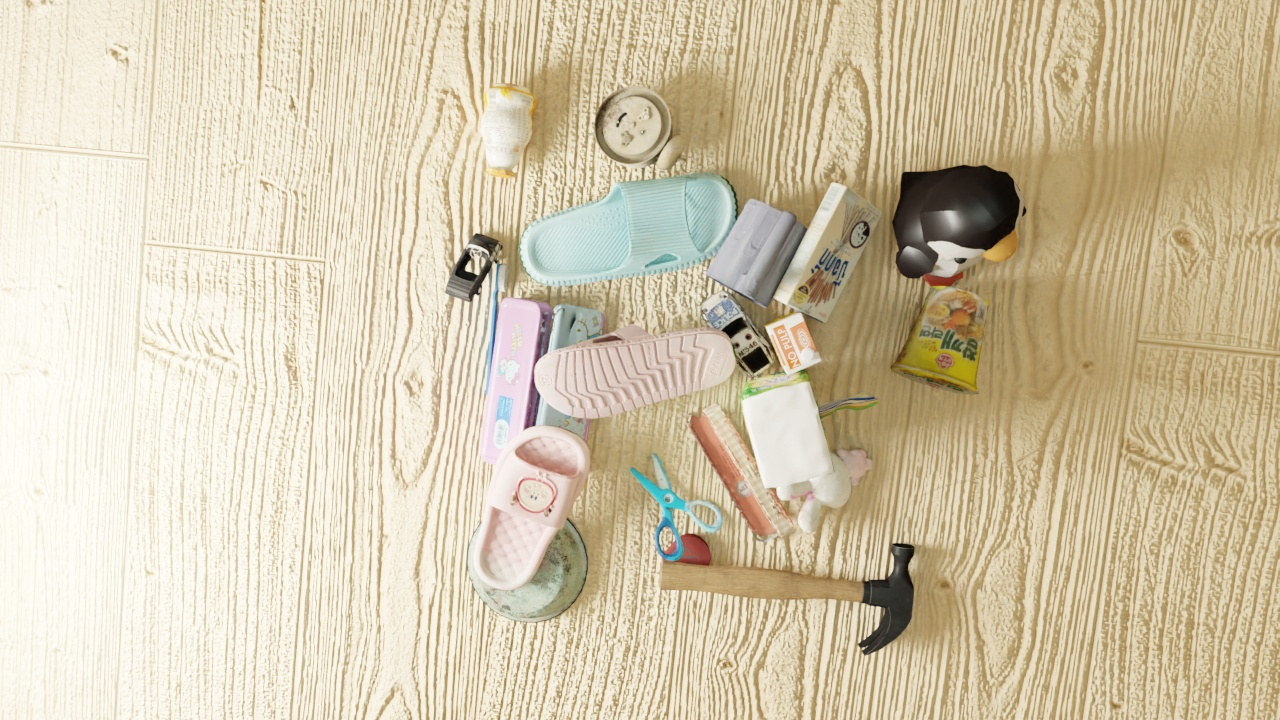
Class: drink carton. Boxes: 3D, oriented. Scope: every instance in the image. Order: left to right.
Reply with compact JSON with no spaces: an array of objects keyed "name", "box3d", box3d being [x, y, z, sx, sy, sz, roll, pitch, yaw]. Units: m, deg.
[{"name":"drink carton","box3d":[0.175,-0.021,1.062,0.040,0.122,0.058,-23,91,7]}]

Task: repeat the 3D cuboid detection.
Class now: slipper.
[{"name":"slipper","box3d":[-0.137,0.177,1.097,0.107,0.055,0.222,23,102,-5]},{"name":"slipper","box3d":[-0.017,-0.154,1.104,0.276,0.069,0.116,-12,95,7]},{"name":"slipper","box3d":[-0.007,0.006,1.103,0.239,0.064,0.094,-10,114,1]}]

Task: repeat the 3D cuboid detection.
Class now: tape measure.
[{"name":"tape measure","box3d":[0.064,0.246,1.145,0.059,0.019,0.051,41,95,-5]}]

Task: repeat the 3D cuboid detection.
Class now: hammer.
[{"name":"hammer","box3d":[0.175,0.279,1.118,0.305,0.040,0.132,4,93,2]}]

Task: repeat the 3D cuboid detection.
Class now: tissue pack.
[{"name":"tissue pack","box3d":[0.195,0.062,1.029,0.141,0.197,0.120,-15,98,9]}]

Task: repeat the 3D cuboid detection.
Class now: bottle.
[{"name":"bottle","box3d":[-0.163,-0.277,1.113,0.063,0.063,0.109,9,95,5]}]

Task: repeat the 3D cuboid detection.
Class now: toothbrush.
[{"name":"toothbrush","box3d":[-0.181,-0.038,1.154,0.014,0.016,0.166,6,95,6]}]

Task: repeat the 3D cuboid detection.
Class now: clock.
[{"name":"clock","box3d":[0.010,-0.265,1.099,0.141,0.054,0.093,36,96,10]}]

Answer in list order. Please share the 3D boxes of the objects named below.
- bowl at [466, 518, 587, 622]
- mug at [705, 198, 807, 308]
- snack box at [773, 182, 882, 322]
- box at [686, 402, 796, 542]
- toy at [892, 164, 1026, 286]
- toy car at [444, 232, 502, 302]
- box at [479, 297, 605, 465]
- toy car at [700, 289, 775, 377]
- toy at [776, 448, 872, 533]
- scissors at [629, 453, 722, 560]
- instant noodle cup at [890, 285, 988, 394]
[{"name":"bowl","box3d":[-0.147,0.260,1.159,0.157,0.038,0.157,0,94,6]},{"name":"mug","box3d":[0.138,-0.124,1.060,0.084,0.124,0.104,29,94,-5]},{"name":"snack box","box3d":[0.220,-0.124,1.075,0.026,0.082,0.150,33,99,46]},{"name":"box","box3d":[0.120,0.137,1.114,0.077,0.054,0.187,-33,88,39]},{"name":"toy","box3d":[0.346,-0.164,1.003,0.159,0.184,0.140,-39,88,7]},{"name":"toy car","box3d":[-0.205,-0.116,1.127,0.040,0.037,0.092,20,63,6]},{"name":"box","box3d":[-0.122,0.033,1.133,0.140,0.062,0.214,9,95,2]},{"name":"toy car","box3d":[0.117,-0.032,1.110,0.048,0.040,0.113,-36,89,6]},{"name":"toy","box3d":[0.224,0.147,1.106,0.125,0.037,0.076,-35,100,-17]},{"name":"scissors","box3d":[0.029,0.183,1.128,0.140,0.013,0.113,41,68,-1]},{"name":"instant noodle cup","box3d":[0.355,-0.024,1.062,0.102,0.102,0.108,18,87,5]}]
